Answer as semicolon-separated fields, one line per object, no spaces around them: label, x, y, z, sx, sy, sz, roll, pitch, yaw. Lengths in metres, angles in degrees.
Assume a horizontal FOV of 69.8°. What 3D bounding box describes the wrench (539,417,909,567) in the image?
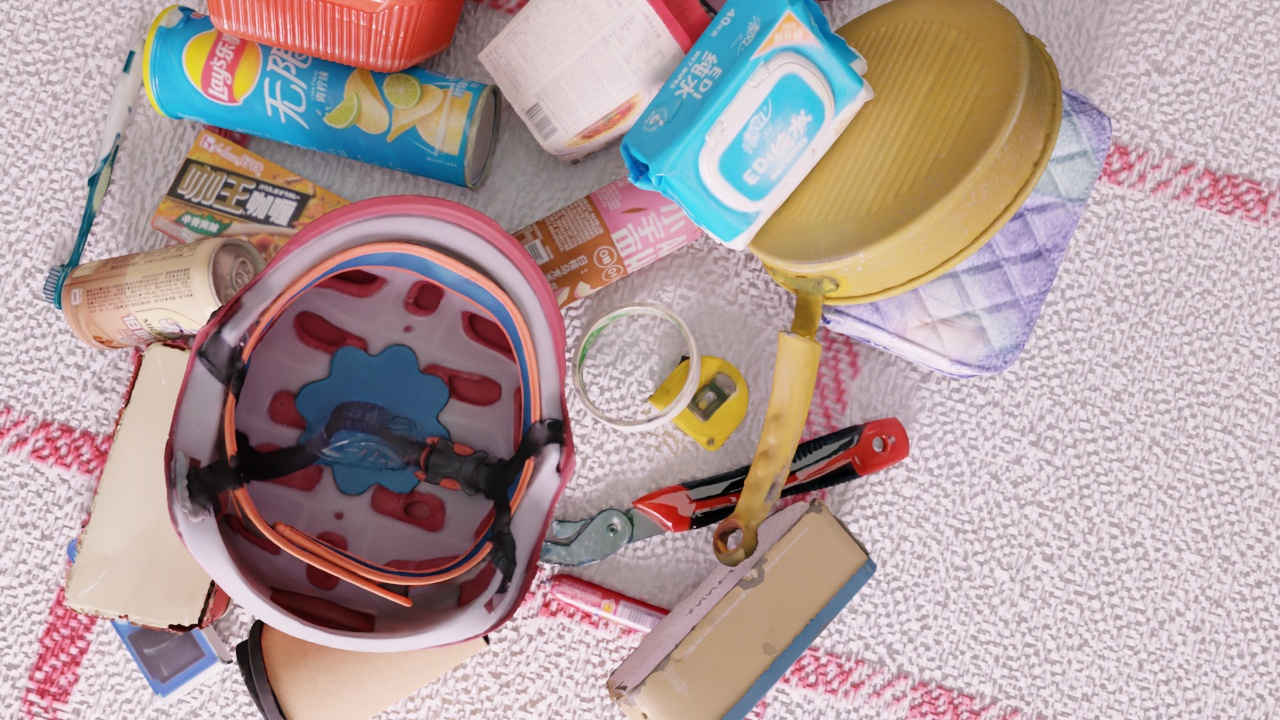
wrench;0.046;0.087;0.610;0.273;0.016;0.056;-14;88;0

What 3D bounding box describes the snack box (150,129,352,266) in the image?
snack box;-0.237;-0.085;0.610;0.154;0.026;0.075;27;88;1

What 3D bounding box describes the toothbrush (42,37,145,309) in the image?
toothbrush;-0.366;-0.127;0.618;0.018;0.016;0.191;16;88;11

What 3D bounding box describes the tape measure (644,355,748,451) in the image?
tape measure;0.043;0.025;0.605;0.060;0.029;0.057;41;88;1

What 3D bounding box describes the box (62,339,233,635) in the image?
box;-0.285;0.076;0.566;0.091;0.076;0.168;14;80;-7

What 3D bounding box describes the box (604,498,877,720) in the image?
box;0.054;0.164;0.550;0.184;0.090;0.060;-43;88;-18

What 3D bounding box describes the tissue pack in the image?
tissue pack;0.061;-0.137;0.518;0.090;0.063;0.140;33;100;-39

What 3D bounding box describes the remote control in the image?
remote control;-0.321;0.160;0.602;0.049;0.024;0.125;-33;87;-1

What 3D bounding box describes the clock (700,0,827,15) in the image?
clock;0.083;-0.269;0.577;0.117;0.158;0.060;50;133;-3

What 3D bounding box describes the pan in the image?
pan;0.113;-0.050;0.539;0.078;0.198;0.357;34;82;-37

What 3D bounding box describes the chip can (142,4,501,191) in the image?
chip can;-0.200;-0.168;0.591;0.210;0.071;0.071;14;88;0

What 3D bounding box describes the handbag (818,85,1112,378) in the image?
handbag;0.200;-0.089;0.588;0.134;0.075;0.194;25;87;5

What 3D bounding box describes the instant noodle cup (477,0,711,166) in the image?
instant noodle cup;-0.024;-0.194;0.578;0.124;0.116;0.116;-35;88;10

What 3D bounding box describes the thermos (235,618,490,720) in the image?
thermos;-0.172;0.181;0.574;0.143;0.093;0.093;-24;88;-9

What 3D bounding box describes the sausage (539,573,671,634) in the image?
sausage;0.007;0.171;0.605;0.156;0.020;0.020;19;88;1

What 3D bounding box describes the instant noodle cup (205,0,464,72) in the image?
instant noodle cup;-0.181;-0.233;0.558;0.164;0.188;0.079;15;118;1

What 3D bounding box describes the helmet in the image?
helmet;-0.150;0.036;0.531;0.207;0.144;0.239;20;76;-20

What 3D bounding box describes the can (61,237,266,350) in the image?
can;-0.298;-0.041;0.579;0.116;0.058;0.058;-7;88;16

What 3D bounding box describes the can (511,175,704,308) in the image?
can;-0.031;-0.076;0.594;0.147;0.058;0.058;-27;88;-1

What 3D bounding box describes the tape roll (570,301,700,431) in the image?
tape roll;-0.004;0.003;0.599;0.086;0.014;0.085;-5;73;15
